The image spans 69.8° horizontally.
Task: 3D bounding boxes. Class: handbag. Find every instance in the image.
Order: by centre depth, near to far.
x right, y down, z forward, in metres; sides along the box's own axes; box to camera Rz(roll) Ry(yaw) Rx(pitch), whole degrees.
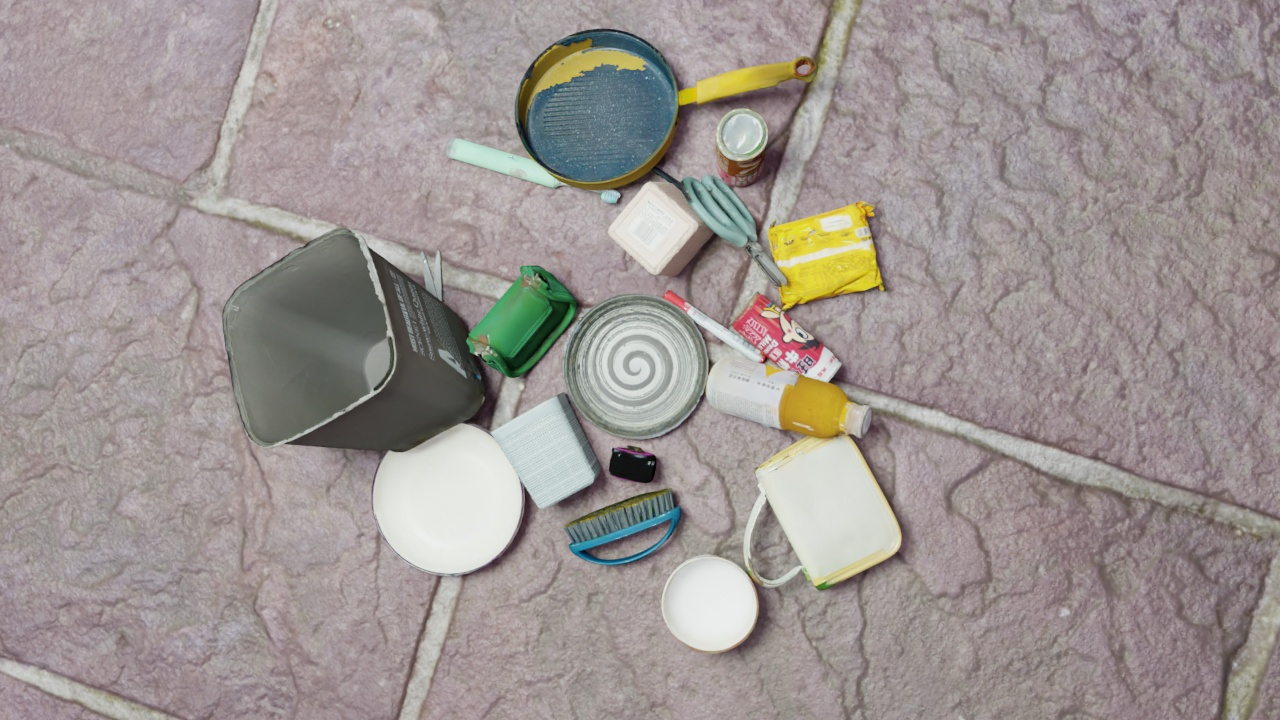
[{"bbox_3d":[0.194,0.184,1.080,0.178,0.063,0.163,-27,88,-3],"label":"handbag"},{"bbox_3d":[-0.142,-0.046,1.089,0.068,0.120,0.131,41,95,10],"label":"handbag"}]

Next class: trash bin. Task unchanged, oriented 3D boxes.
[{"bbox_3d":[-0.305,-0.002,1.029,0.199,0.219,0.199,-27,68,14],"label":"trash bin"}]

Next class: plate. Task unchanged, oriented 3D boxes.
[{"bbox_3d":[-0.007,0.007,1.125,0.179,0.024,0.179,0,91,4],"label":"plate"},{"bbox_3d":[-0.234,0.167,1.136,0.192,0.039,0.192,0,89,5],"label":"plate"}]

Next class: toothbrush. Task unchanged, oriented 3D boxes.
[{"bbox_3d":[0.060,-0.202,1.123,0.181,0.015,0.018,37,102,4],"label":"toothbrush"},{"bbox_3d":[-0.132,-0.234,1.136,0.224,0.027,0.027,17,55,5],"label":"toothbrush"}]

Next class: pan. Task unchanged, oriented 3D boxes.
[{"bbox_3d":[0.025,-0.309,1.076,0.358,0.078,0.197,-3,79,8],"label":"pan"}]

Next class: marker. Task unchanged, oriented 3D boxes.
[{"bbox_3d":[0.090,-0.040,1.118,0.145,0.017,0.017,34,92,4],"label":"marker"}]

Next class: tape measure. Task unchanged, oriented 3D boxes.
[{"bbox_3d":[-0.009,0.124,1.106,0.057,0.058,0.039,11,88,-13],"label":"tape measure"}]

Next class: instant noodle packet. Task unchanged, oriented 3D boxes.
[{"bbox_3d":[0.222,-0.125,1.093,0.128,0.044,0.111,-11,95,9],"label":"instant noodle packet"}]

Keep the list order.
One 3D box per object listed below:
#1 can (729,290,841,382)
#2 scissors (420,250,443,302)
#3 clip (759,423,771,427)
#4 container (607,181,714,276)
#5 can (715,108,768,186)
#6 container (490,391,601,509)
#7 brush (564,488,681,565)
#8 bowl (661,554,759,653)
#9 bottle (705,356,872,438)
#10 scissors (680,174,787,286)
[{"bbox_3d":[0.173,-0.021,1.092,0.133,0.053,0.053,40,93,4],"label":"can"},{"bbox_3d":[-0.246,-0.053,1.153,0.132,0.012,0.172,22,91,7],"label":"scissors"},{"bbox_3d":[0.164,0.056,1.112,0.025,0.032,0.057,30,85,3],"label":"clip"},{"bbox_3d":[0.024,-0.153,1.071,0.090,0.110,0.090,43,103,4],"label":"container"},{"bbox_3d":[0.115,-0.241,1.052,0.058,0.147,0.058,0,89,5],"label":"can"},{"bbox_3d":[-0.108,0.108,1.102,0.090,0.090,0.111,-30,90,4],"label":"container"},{"bbox_3d":[-0.018,0.207,1.107,0.144,0.055,0.073,-19,86,4],"label":"brush"},{"bbox_3d":[0.083,0.285,1.095,0.113,0.062,0.113,0,88,5],"label":"bowl"},{"bbox_3d":[0.170,0.046,1.056,0.190,0.068,0.068,16,91,28],"label":"bottle"},{"bbox_3d":[0.108,-0.148,1.057,0.019,0.142,0.180,-42,69,31],"label":"scissors"}]
